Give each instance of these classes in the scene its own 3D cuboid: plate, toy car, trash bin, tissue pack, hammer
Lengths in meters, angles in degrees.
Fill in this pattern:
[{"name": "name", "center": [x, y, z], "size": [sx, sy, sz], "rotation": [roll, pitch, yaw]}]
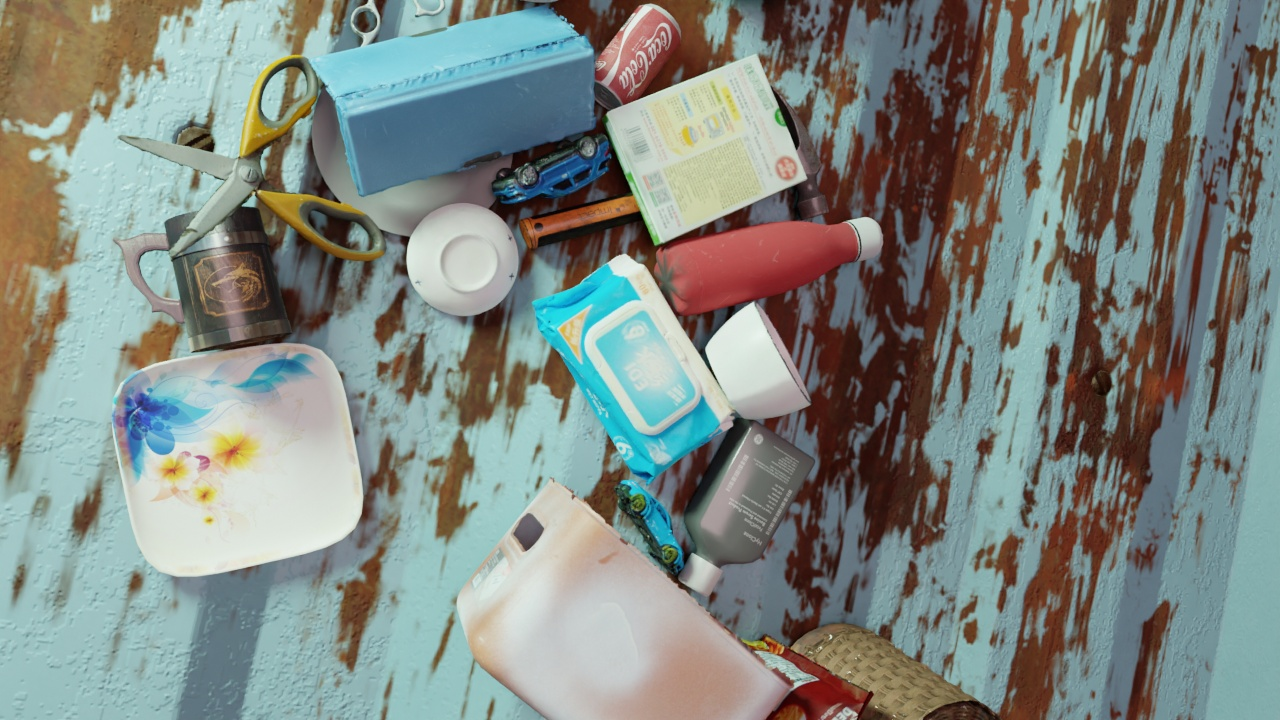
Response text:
[{"name": "plate", "center": [-0.345, 0.084, 0.797], "size": [0.186, 0.016, 0.187], "rotation": [-11, 94, -17]}, {"name": "toy car", "center": [0.013, 0.160, 0.896], "size": [0.032, 0.048, 0.105], "rotation": [-33, 99, -18]}, {"name": "trash bin", "center": [0.239, 0.356, 0.884], "size": [0.151, 0.210, 0.151], "rotation": [0, 91, -17]}, {"name": "tissue pack", "center": [-0.005, 0.005, 0.880], "size": [0.116, 0.066, 0.209], "rotation": [-35, 99, -15]}, {"name": "toy car", "center": [-0.080, -0.175, 0.853], "size": [0.120, 0.056, 0.043], "rotation": [-30, 113, -26]}, {"name": "plate", "center": [-0.206, -0.202, 0.840], "size": [0.178, 0.012, 0.178], "rotation": [0, 91, -17]}, {"name": "hammer", "center": [0.031, -0.175, 0.904], "size": [0.314, 0.035, 0.138], "rotation": [-17, 95, -16]}, {"name": "plate", "center": [-0.159, -0.091, 0.840], "size": [0.104, 0.026, 0.104], "rotation": [-4, 102, -21]}, {"name": "trash bin", "center": [-0.022, 0.251, 0.818], "size": [0.259, 0.182, 0.157], "rotation": [42, 81, -14]}]

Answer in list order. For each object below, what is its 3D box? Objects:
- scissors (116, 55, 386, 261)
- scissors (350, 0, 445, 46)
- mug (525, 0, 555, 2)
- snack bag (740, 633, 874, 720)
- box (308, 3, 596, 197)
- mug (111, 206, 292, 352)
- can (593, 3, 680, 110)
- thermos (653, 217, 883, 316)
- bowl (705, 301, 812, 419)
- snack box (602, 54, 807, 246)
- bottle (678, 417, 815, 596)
[{"name": "scissors", "center": [-0.301, -0.151, 0.760], "size": [0.229, 0.016, 0.224], "rotation": [43, 53, -30]}, {"name": "scissors", "center": [-0.244, -0.352, 0.820], "size": [0.141, 0.014, 0.146], "rotation": [43, 75, -9]}, {"name": "mug", "center": [-0.088, -0.381, 0.848], "size": [0.114, 0.081, 0.087], "rotation": [4, 96, -48]}, {"name": "snack bag", "center": [0.119, 0.324, 0.847], "size": [0.138, 0.208, 0.066], "rotation": [-44, 103, -13]}, {"name": "box", "center": [-0.165, -0.241, 0.824], "size": [0.231, 0.094, 0.112], "rotation": [-22, 53, -20]}, {"name": "mug", "center": [-0.360, -0.063, 0.757], "size": [0.115, 0.080, 0.107], "rotation": [-13, 93, -22]}, {"name": "can", "center": [-0.007, -0.289, 0.880], "size": [0.054, 0.054, 0.096], "rotation": [38, 80, -14]}, {"name": "thermos", "center": [0.134, -0.102, 0.916], "size": [0.239, 0.073, 0.073], "rotation": [-14, 95, -17]}, {"name": "bowl", "center": [0.112, 0.007, 0.895], "size": [0.066, 0.116, 0.116], "rotation": [-29, 100, 12]}, {"name": "snack box", "center": [0.063, -0.202, 0.881], "size": [0.167, 0.027, 0.132], "rotation": [-25, 96, -15]}, {"name": "bottle", "center": [0.095, 0.152, 0.921], "size": [0.083, 0.046, 0.173], "rotation": [33, 81, -15]}]
